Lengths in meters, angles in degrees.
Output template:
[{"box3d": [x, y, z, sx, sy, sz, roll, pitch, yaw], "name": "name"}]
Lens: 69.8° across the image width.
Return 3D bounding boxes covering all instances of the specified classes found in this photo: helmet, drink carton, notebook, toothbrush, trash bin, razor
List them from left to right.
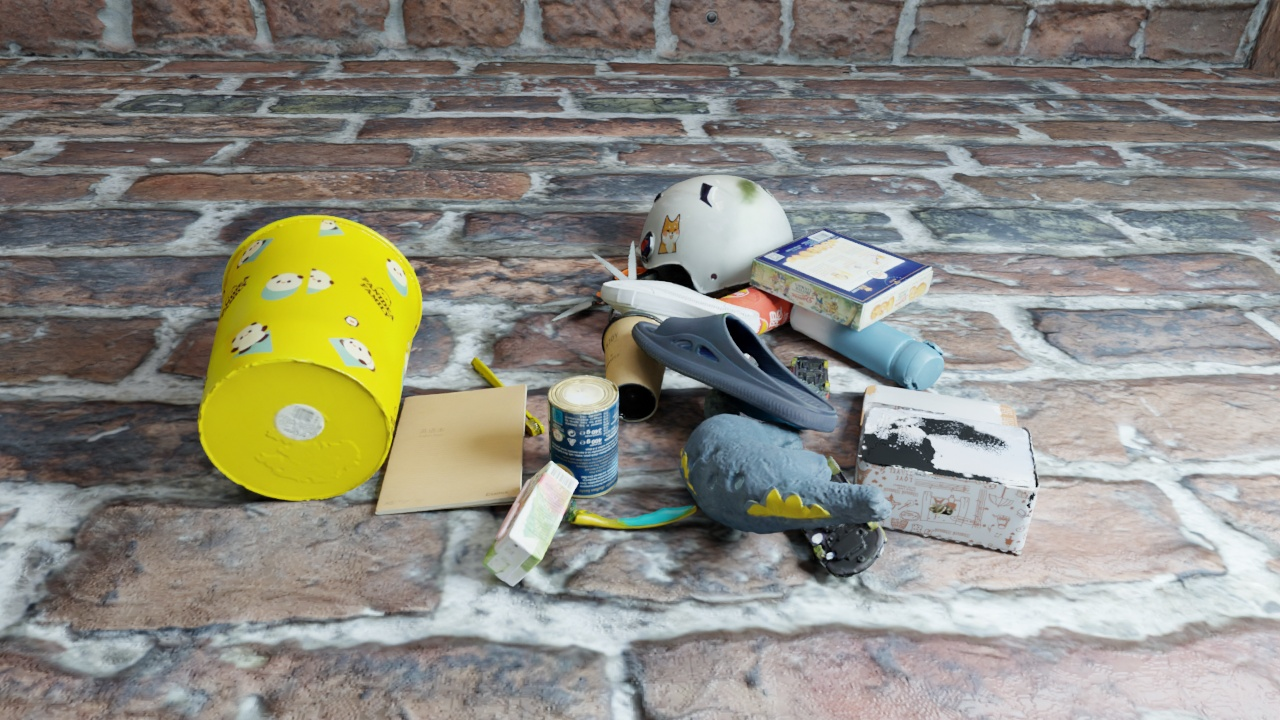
[{"box3d": [-0.361, 0.000, 1.005, 0.229, 0.230, 0.255, -4, 36, -9], "name": "trash bin"}, {"box3d": [-0.205, 0.095, 1.027, 0.149, 0.012, 0.211, -6, 32, -1], "name": "notebook"}, {"box3d": [-0.168, 0.043, 1.130, 0.016, 0.016, 0.190, -22, 37, -24], "name": "toothbrush"}, {"box3d": [-0.106, 0.154, 0.888, 0.045, 0.054, 0.122, 40, 32, -8], "name": "drink carton"}, {"box3d": [-0.009, 0.156, 0.926, 0.132, 0.028, 0.043, -1, -1, 1], "name": "razor"}, {"box3d": [0.119, -0.212, 1.431, 0.229, 0.157, 0.274, -9, 27, -32], "name": "helmet"}]

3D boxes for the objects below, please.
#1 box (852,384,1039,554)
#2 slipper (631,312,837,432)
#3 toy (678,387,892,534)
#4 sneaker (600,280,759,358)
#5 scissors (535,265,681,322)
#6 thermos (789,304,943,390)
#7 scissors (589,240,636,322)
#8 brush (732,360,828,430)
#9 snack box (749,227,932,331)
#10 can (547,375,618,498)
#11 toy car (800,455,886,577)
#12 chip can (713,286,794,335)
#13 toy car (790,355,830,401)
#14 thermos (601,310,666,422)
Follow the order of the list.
[{"box3d": [0.330, 0.091, 1.014, 0.177, 0.082, 0.260, 9, 27, 14], "name": "box"}, {"box3d": [0.113, -0.005, 1.037, 0.268, 0.083, 0.110, 28, 12, 33], "name": "slipper"}, {"box3d": [0.112, 0.106, 0.932, 0.137, 0.091, 0.356, -28, 22, -7], "name": "toy"}, {"box3d": [0.047, -0.046, 1.228, 0.242, 0.091, 0.089, 20, 22, 34], "name": "sneaker"}, {"box3d": [-0.044, -0.099, 1.376, 0.224, 0.022, 0.204, 1, 30, 0], "name": "scissors"}, {"box3d": [0.300, -0.028, 1.224, 0.070, 0.070, 0.220, -20, 36, -33], "name": "thermos"}, {"box3d": [-0.008, -0.108, 1.339, 0.159, 0.014, 0.180, 15, 54, 0], "name": "scissors"}, {"box3d": [0.151, 0.044, 1.100, 0.144, 0.055, 0.073, 25, 36, 34], "name": "brush"}, {"box3d": [0.276, -0.117, 1.264, 0.182, 0.046, 0.177, 29, 39, 34], "name": "snack box"}, {"box3d": [-0.060, 0.079, 0.973, 0.075, 0.111, 0.075, 1, 30, -1], "name": "can"}, {"box3d": [0.190, 0.155, 0.909, 0.070, 0.042, 0.158, -36, 32, 8], "name": "toy car"}, {"box3d": [0.184, -0.078, 1.302, 0.216, 0.073, 0.073, -21, 37, -36], "name": "chip can"}, {"box3d": [0.214, 0.024, 1.162, 0.049, 0.031, 0.106, 6, 29, 7], "name": "toy car"}, {"box3d": [-0.007, 0.007, 1.135, 0.093, 0.093, 0.143, 3, 37, 3], "name": "thermos"}]
